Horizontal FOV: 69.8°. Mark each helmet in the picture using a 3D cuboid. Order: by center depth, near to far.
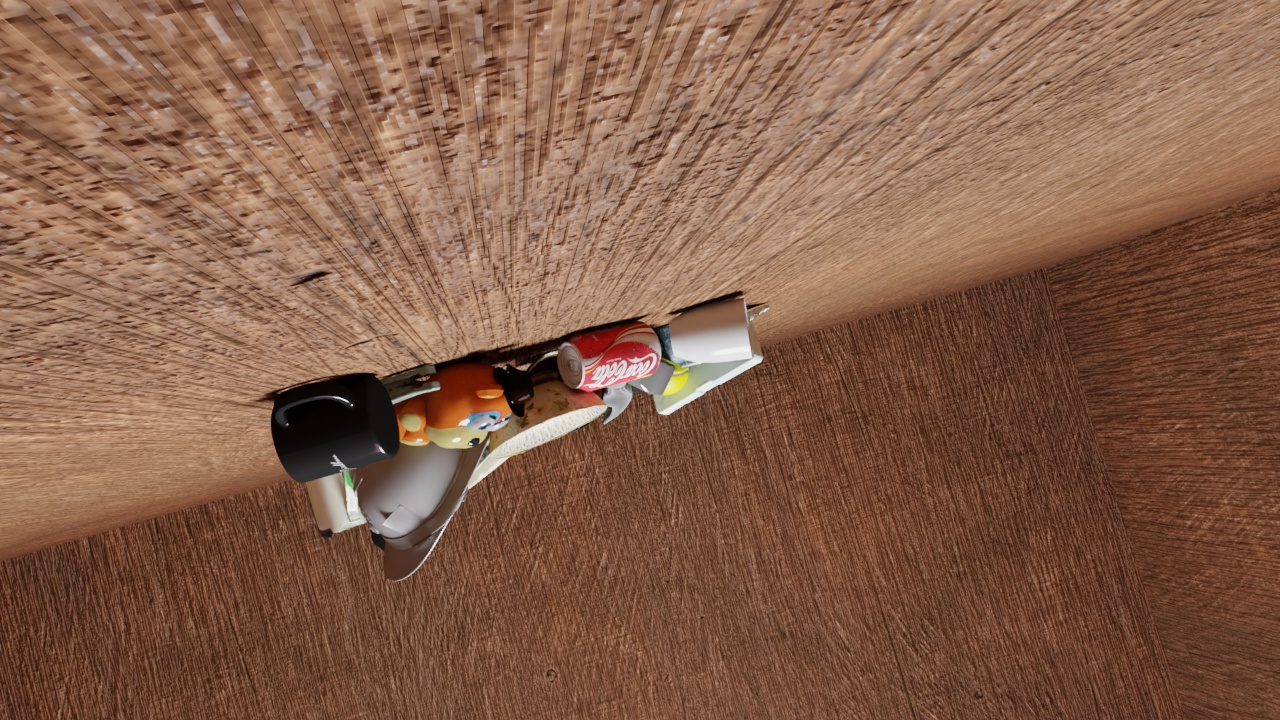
[{"bbox_3d":[-0.281,0.116,1.075,0.117,0.271,0.183,28,179,-29],"label":"helmet"}]

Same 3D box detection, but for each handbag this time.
[{"bbox_3d":[-0.409,0.161,1.266,0.073,0.151,0.176,-14,176,-31],"label":"handbag"}]

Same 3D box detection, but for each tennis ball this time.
[{"bbox_3d":[0.035,0.016,1.303,0.065,0.065,0.065,-16,177,-1],"label":"tennis ball"}]

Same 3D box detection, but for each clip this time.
[{"bbox_3d":[-0.234,0.026,0.892,0.076,0.042,0.023,-18,175,12],"label":"clip"}]

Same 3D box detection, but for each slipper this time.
[{"bbox_3d":[-0.227,0.139,1.346,0.274,0.054,0.114,-41,173,38],"label":"slipper"}]

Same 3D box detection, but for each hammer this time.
[{"bbox_3d":[-0.173,0.063,1.337,0.324,0.034,0.170,-6,155,-5],"label":"hammer"}]

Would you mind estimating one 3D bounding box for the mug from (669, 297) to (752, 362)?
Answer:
[{"bbox_3d":[0.083,-0.040,1.089,0.089,0.071,0.107,-8,-154,9],"label":"mug"}]

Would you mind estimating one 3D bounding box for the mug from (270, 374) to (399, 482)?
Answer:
[{"bbox_3d":[-0.277,0.053,0.816,0.088,0.078,0.114,-16,151,2],"label":"mug"}]

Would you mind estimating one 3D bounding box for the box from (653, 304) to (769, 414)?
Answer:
[{"bbox_3d":[0.103,-0.003,1.336,0.198,0.074,0.125,-32,-171,38],"label":"box"}]

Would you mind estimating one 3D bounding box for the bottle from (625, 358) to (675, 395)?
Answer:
[{"bbox_3d":[-0.007,0.007,1.178,0.084,0.046,0.174,26,-179,7],"label":"bottle"}]

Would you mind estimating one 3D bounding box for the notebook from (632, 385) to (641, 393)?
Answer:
[{"bbox_3d":[0.042,0.007,1.483,0.207,0.016,0.148,-36,171,40],"label":"notebook"}]

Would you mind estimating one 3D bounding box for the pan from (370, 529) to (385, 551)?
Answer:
[{"bbox_3d":[-0.285,0.130,1.263,0.357,0.044,0.203,-57,-177,39],"label":"pan"}]

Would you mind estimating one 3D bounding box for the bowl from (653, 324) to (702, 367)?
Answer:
[{"bbox_3d":[0.071,-0.024,1.246,0.114,0.060,0.114,-16,178,-1],"label":"bowl"}]

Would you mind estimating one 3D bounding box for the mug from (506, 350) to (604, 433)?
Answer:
[{"bbox_3d":[-0.113,0.036,1.157,0.123,0.100,0.094,25,173,-7],"label":"mug"}]

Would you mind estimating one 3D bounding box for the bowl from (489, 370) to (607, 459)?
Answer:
[{"bbox_3d":[-0.114,0.054,1.040,0.145,0.063,0.145,-23,170,-4],"label":"bowl"}]

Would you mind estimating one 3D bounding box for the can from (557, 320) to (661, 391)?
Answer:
[{"bbox_3d":[-0.034,-0.005,1.012,0.104,0.064,0.064,-14,176,-34],"label":"can"}]

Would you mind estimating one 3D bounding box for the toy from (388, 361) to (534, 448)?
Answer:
[{"bbox_3d":[-0.193,0.046,0.953,0.176,0.096,0.112,-28,167,14],"label":"toy"}]
